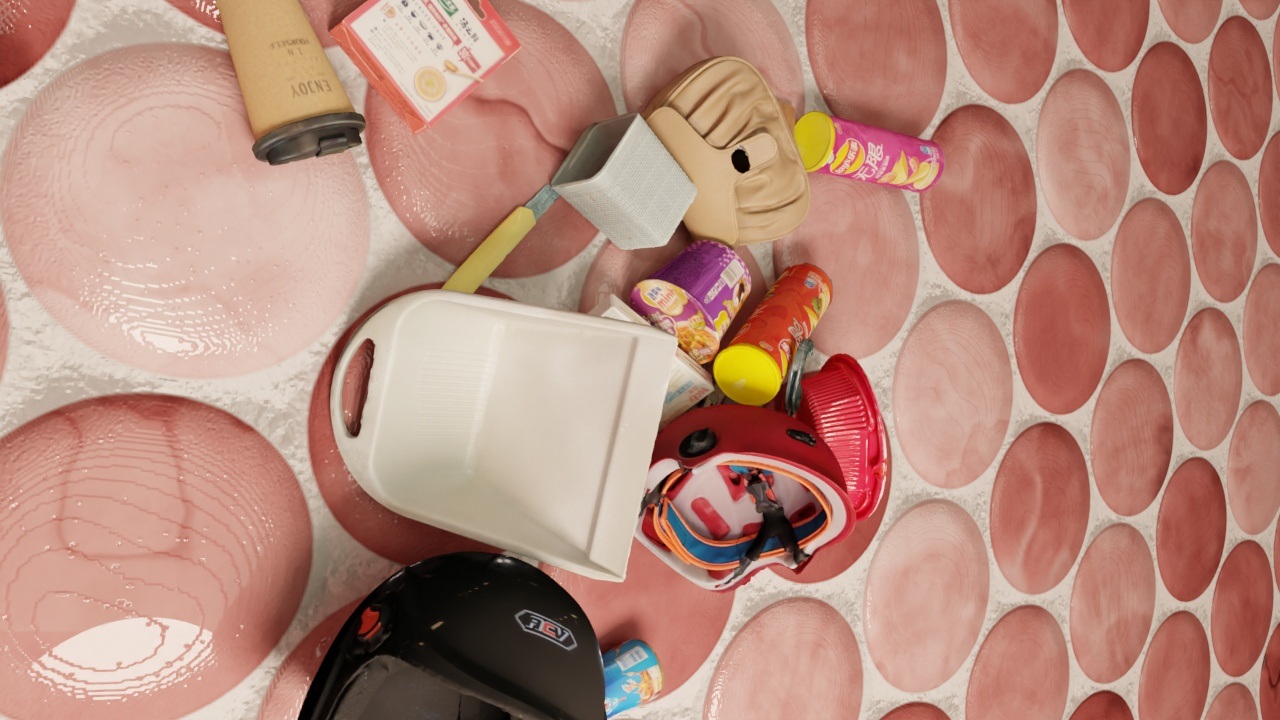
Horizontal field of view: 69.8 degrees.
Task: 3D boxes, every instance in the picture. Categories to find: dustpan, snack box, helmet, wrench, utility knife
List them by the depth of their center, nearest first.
[{"bbox_3d":[-0.141,0.269,0.756,0.233,0.276,0.229,36,44,-20],"label":"helmet"},{"bbox_3d":[-0.132,0.052,0.787,0.142,0.258,0.223,4,100,-53],"label":"dustpan"},{"bbox_3d":[-0.192,-0.290,0.831,0.126,0.044,0.113,-49,116,-22],"label":"snack box"},{"bbox_3d":[-0.136,-0.110,0.891,0.196,0.020,0.031,-50,121,-21],"label":"utility knife"},{"bbox_3d":[-0.006,0.006,0.950,0.156,0.085,0.026,38,26,-30],"label":"snack box"},{"bbox_3d":[0.105,0.121,0.951,0.207,0.241,0.143,43,37,-29],"label":"helmet"},{"bbox_3d":[0.163,0.091,1.023,0.056,0.016,0.274,-52,153,-45],"label":"wrench"}]

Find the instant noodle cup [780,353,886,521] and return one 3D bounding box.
[{"bbox_3d":[0.210,0.090,1.050,0.066,0.194,0.194,-5,95,-10],"label":"instant noodle cup"}]

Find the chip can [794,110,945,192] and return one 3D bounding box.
[{"bbox_3d":[0.285,-0.257,1.143,0.210,0.071,0.071,1,91,-35],"label":"chip can"}]

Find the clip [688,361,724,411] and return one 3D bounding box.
[{"bbox_3d":[0.081,0.023,1.044,0.035,0.092,0.103,27,111,-33],"label":"clip"}]

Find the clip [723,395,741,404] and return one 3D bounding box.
[{"bbox_3d":[0.105,0.056,1.060,0.038,0.026,0.058,48,58,-38],"label":"clip"}]

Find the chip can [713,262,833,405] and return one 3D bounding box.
[{"bbox_3d":[0.152,-0.033,1.013,0.215,0.073,0.073,-47,118,-50],"label":"chip can"}]

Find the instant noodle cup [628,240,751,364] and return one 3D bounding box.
[{"bbox_3d":[0.059,-0.068,0.980,0.099,0.112,0.111,-50,117,-33],"label":"instant noodle cup"}]

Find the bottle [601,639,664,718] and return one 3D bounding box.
[{"bbox_3d":[-0.078,0.349,0.918,0.218,0.065,0.065,-16,100,-33],"label":"bottle"}]

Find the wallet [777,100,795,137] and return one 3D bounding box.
[{"bbox_3d":[0.139,-0.254,1.076,0.101,0.020,0.115,9,83,-33],"label":"wallet"}]

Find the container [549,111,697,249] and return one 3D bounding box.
[{"bbox_3d":[-0.014,-0.176,0.932,0.111,0.090,0.090,43,67,-32],"label":"container"}]

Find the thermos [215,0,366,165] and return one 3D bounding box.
[{"bbox_3d":[-0.286,-0.228,0.746,0.092,0.093,0.143,-23,97,-32],"label":"thermos"}]

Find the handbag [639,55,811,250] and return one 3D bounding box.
[{"bbox_3d":[0.093,-0.215,0.982,0.148,0.099,0.204,-28,109,3],"label":"handbag"}]
